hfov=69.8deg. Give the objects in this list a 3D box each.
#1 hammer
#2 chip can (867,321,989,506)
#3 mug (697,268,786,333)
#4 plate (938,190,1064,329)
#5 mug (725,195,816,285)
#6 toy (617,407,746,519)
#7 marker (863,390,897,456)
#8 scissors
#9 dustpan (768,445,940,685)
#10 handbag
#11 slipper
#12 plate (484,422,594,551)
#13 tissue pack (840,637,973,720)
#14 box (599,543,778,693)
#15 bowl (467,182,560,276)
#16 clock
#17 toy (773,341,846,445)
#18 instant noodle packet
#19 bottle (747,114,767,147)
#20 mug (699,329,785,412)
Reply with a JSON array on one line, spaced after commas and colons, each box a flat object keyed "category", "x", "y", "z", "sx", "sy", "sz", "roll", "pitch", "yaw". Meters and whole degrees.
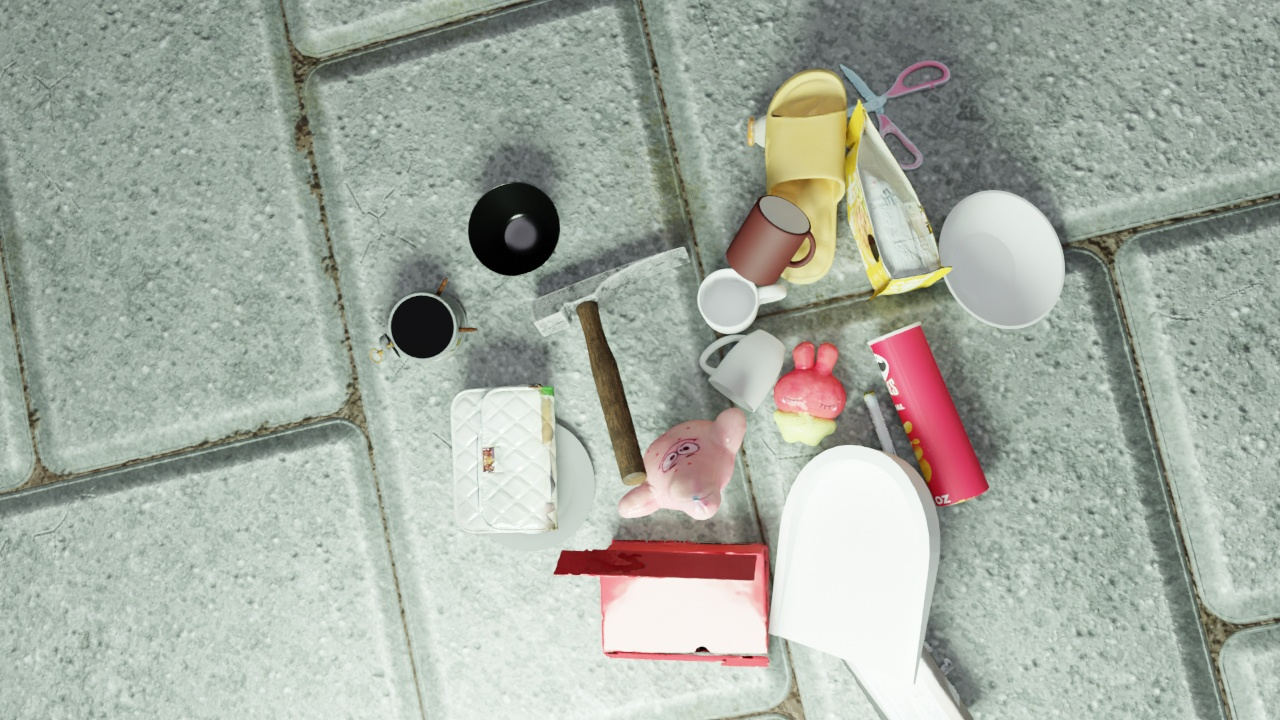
[{"category": "hammer", "x": -0.007, "y": 0.007, "z": 1.140, "sx": 0.218, "sy": 0.037, "sz": 0.300, "roll": -21, "pitch": 57, "yaw": 6}, {"category": "chip can", "x": 0.357, "y": 0.066, "z": 1.138, "sx": 0.069, "sy": 0.069, "sz": 0.220, "roll": -22, "pitch": 85, "yaw": 6}, {"category": "mug", "x": 0.130, "y": -0.077, "z": 1.163, "sx": 0.110, "sy": 0.090, "sz": 0.073, "roll": -11, "pitch": 86, "yaw": 7}, {"category": "plate", "x": 0.437, "y": -0.121, "z": 1.135, "sx": 0.174, "sy": 0.036, "sz": 0.174, "roll": 2, "pitch": 80, "yaw": -14}, {"category": "mug", "x": 0.169, "y": -0.143, "z": 1.115, "sx": 0.105, "sy": 0.083, "sz": 0.073, "roll": 9, "pitch": 45, "yaw": -22}, {"category": "toy", "x": 0.057, "y": 0.134, "z": 1.091, "sx": 0.192, "sy": 0.236, "sz": 0.097, "roll": -40, "pitch": 98, "yaw": 4}, {"category": "marker", "x": 0.315, "y": 0.109, "z": 1.168, "sx": 0.017, "sy": 0.017, "sz": 0.146, "roll": -20, "pitch": 85, "yaw": 6}, {"category": "scissors", "x": 0.324, "y": -0.320, "z": 1.188, "sx": 0.170, "sy": 0.013, "sz": 0.175, "roll": -16, "pitch": 85, "yaw": 6}, {"category": "dustpan", "x": 0.255, "y": 0.233, "z": 1.108, "sx": 0.192, "sy": 0.053, "sz": 0.257, "roll": 10, "pitch": 87, "yaw": 37}, {"category": "handbag", "x": -0.177, "y": 0.129, "z": 1.191, "sx": 0.139, "sy": 0.072, "sz": 0.195, "roll": -4, "pitch": 87, "yaw": 7}, {"category": "slipper", "x": 0.201, "y": -0.220, "z": 1.129, "sx": 0.099, "sy": 0.078, "sz": 0.264, "roll": 2, "pitch": 109, "yaw": 11}, {"category": "plate", "x": -0.148, "y": 0.165, "z": 1.229, "sx": 0.178, "sy": 0.012, "sz": 0.178, "roll": 0, "pitch": 87, "yaw": 8}, {"category": "tissue pack", "x": 0.328, "y": 0.390, "z": 1.137, "sx": 0.104, "sy": 0.071, "sz": 0.181, "roll": -37, "pitch": 80, "yaw": 20}, {"category": "box", "x": 0.078, "y": 0.369, "z": 1.263, "sx": 0.213, "sy": 0.375, "sz": 0.147, "roll": -2, "pitch": 56, "yaw": 11}, {"category": "bowl", "x": -0.162, "y": -0.171, "z": 1.226, "sx": 0.124, "sy": 0.052, "sz": 0.124, "roll": 0, "pitch": 87, "yaw": 8}, {"category": "clock", "x": -0.301, "y": -0.039, "z": 1.236, "sx": 0.148, "sy": 0.056, "sz": 0.104, "roll": -30, "pitch": 93, "yaw": 1}, {"category": "toy", "x": 0.216, "y": 0.042, "z": 1.169, "sx": 0.092, "sy": 0.045, "sz": 0.135, "roll": 12, "pitch": 95, "yaw": 6}, {"category": "instant noodle packet", "x": 0.288, "y": -0.190, "z": 1.112, "sx": 0.084, "sy": 0.163, "sz": 0.221, "roll": -18, "pitch": 85, "yaw": 7}, {"category": "bottle", "x": 0.193, "y": -0.294, "z": 1.178, "sx": 0.108, "sy": 0.063, "sz": 0.063, "roll": 1, "pitch": 88, "yaw": 6}, {"category": "mug", "x": 0.129, "y": 0.001, "z": 1.180, "sx": 0.107, "sy": 0.071, "sz": 0.089, "roll": 32, "pitch": 82, "yaw": 35}]
